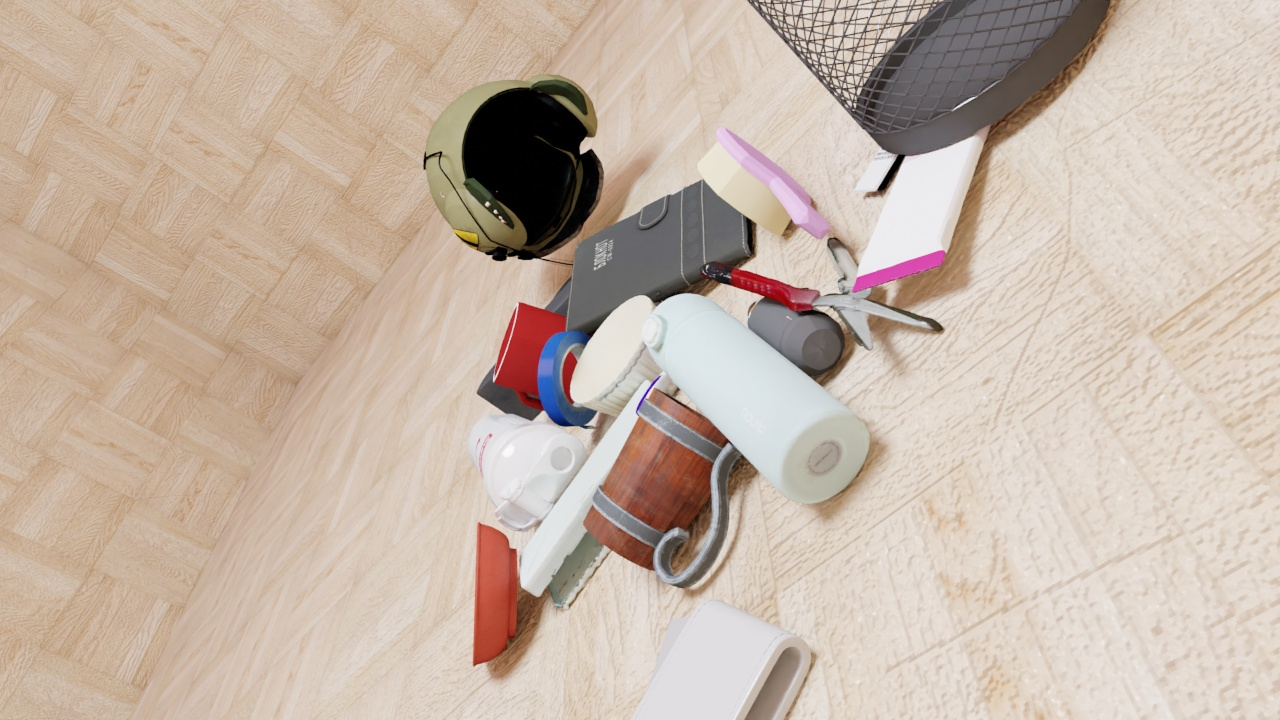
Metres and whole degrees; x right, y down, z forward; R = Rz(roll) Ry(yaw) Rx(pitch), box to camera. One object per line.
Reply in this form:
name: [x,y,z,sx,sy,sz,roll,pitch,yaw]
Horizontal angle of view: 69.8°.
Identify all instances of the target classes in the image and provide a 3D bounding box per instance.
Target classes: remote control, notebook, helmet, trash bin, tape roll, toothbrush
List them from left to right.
helmet: [-0.151,-0.239,1.190,0.250,0.255,0.233,-59,26,-13]
tape roll: [-0.066,0.018,0.883,0.016,0.091,0.093,-5,75,28]
notebook: [0.018,-0.115,0.936,0.209,0.029,0.169,-22,37,21]
toothbrush: [0.032,-0.002,0.767,0.016,0.015,0.186,-36,10,32]
trash bin: [0.178,-0.292,0.635,0.218,0.227,0.217,-37,25,21]
remote control: [0.212,-0.184,0.730,0.124,0.012,0.028,-58,22,-6]

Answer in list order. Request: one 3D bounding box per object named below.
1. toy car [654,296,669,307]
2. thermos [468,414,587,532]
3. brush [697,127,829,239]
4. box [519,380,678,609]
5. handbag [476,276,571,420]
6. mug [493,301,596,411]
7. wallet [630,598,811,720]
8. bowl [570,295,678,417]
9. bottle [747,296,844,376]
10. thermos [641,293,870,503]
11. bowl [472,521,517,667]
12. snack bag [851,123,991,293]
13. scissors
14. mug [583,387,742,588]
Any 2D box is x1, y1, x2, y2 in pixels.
toy car: [-0.003,-0.057,0.955,0.093,0.037,0.040,-35,29,40]
thermos: [-0.118,0.102,0.905,0.099,0.099,0.221,-58,18,-7]
brush: [0.106,-0.140,0.783,0.043,0.089,0.228,-53,22,18]
box: [-0.033,0.109,0.772,0.199,0.067,0.083,-55,41,4]
handbag: [-0.100,-0.049,1.111,0.176,0.072,0.195,-43,21,27]
mug: [-0.102,0.006,0.973,0.080,0.096,0.117,-90,22,-52]
wallet: [0.031,0.198,0.532,0.118,0.037,0.115,-58,22,-14]
bowl: [-0.005,0.005,0.839,0.116,0.062,0.115,-44,24,26]
bottle: [0.108,-0.023,0.671,0.047,0.047,0.112,-54,23,4]
thermos: [0.068,0.016,0.622,0.207,0.077,0.065,47,122,55]
bowl: [-0.126,0.202,0.798,0.122,0.035,0.122,-179,91,-80]
snack bag: [0.203,-0.123,0.635,0.070,0.016,0.196,-19,35,50]
scissors: [0.129,-0.055,0.650,0.199,0.015,0.178,11,30,30]
mug: [0.025,0.094,0.652,0.117,0.081,0.111,33,92,49]
